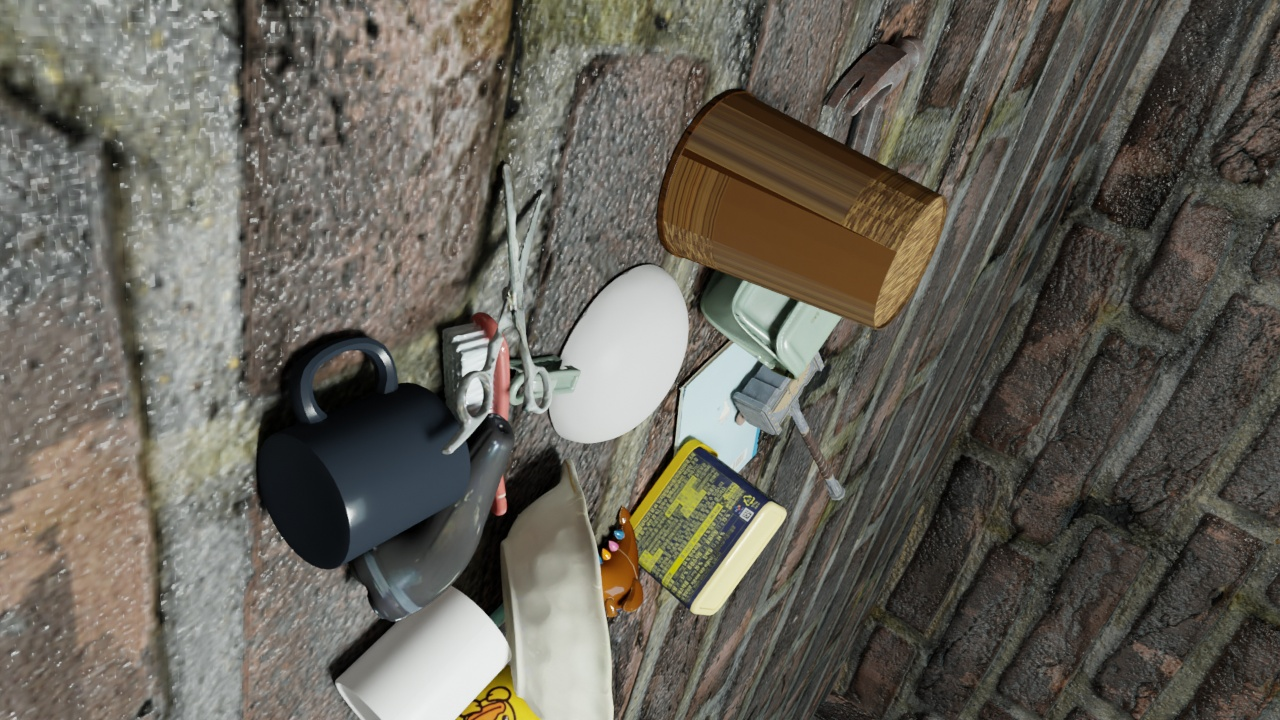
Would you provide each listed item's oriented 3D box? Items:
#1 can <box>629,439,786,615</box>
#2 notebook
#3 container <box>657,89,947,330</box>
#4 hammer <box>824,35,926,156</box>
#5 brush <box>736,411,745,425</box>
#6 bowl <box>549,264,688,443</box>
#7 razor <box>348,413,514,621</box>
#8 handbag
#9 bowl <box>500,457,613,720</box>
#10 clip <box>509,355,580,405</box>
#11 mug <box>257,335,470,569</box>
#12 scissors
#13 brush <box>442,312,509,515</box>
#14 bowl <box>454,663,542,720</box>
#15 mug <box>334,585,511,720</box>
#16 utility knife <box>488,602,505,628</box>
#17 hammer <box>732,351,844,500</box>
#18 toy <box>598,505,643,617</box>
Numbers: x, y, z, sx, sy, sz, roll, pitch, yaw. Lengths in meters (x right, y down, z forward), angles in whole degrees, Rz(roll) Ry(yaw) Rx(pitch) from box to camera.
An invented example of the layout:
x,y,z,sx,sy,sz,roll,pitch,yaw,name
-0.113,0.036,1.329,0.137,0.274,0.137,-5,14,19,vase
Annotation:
x,y,z,sx,sy,sz,roll,pitch,yaw,name
0.059,0.163,0.890,0.135,0.104,0.075,-54,151,1,can
0.087,0.068,0.971,0.180,0.009,0.254,-41,148,-36,notebook
0.118,-0.102,0.659,0.131,0.167,0.132,-43,150,-33,container
0.200,-0.153,0.917,0.137,0.035,0.315,-37,147,-40,hammer
0.147,0.029,1.011,0.135,0.015,0.050,-43,149,-35,brush
-0.004,0.004,0.694,0.149,0.043,0.150,-43,150,-33,bowl
-0.122,0.089,0.538,0.063,0.053,0.141,23,110,-27,razor
0.127,-0.061,0.776,0.106,0.067,0.121,38,82,-20,handbag
-0.067,0.183,0.668,0.060,0.219,0.189,-6,164,-13,bowl
-0.070,0.012,0.599,0.075,0.042,0.023,-6,120,-60,clip
-0.142,0.040,0.462,0.077,0.071,0.105,-27,112,-49,mug
-0.075,-0.025,0.492,0.157,0.014,0.142,-54,138,-54,scissors
-0.102,0.043,0.569,0.030,0.041,0.173,-22,141,-27,brush
-0.120,0.280,0.724,0.117,0.067,0.117,-24,160,-10,bowl
-0.151,0.216,0.631,0.090,0.074,0.111,-43,176,-33,mug
-0.123,0.214,0.738,0.165,0.015,0.022,-42,151,-27,utility knife
0.195,0.091,1.057,0.098,0.044,0.322,-54,142,-14,hammer
-0.037,0.183,0.838,0.090,0.071,0.103,18,78,-52,toy
